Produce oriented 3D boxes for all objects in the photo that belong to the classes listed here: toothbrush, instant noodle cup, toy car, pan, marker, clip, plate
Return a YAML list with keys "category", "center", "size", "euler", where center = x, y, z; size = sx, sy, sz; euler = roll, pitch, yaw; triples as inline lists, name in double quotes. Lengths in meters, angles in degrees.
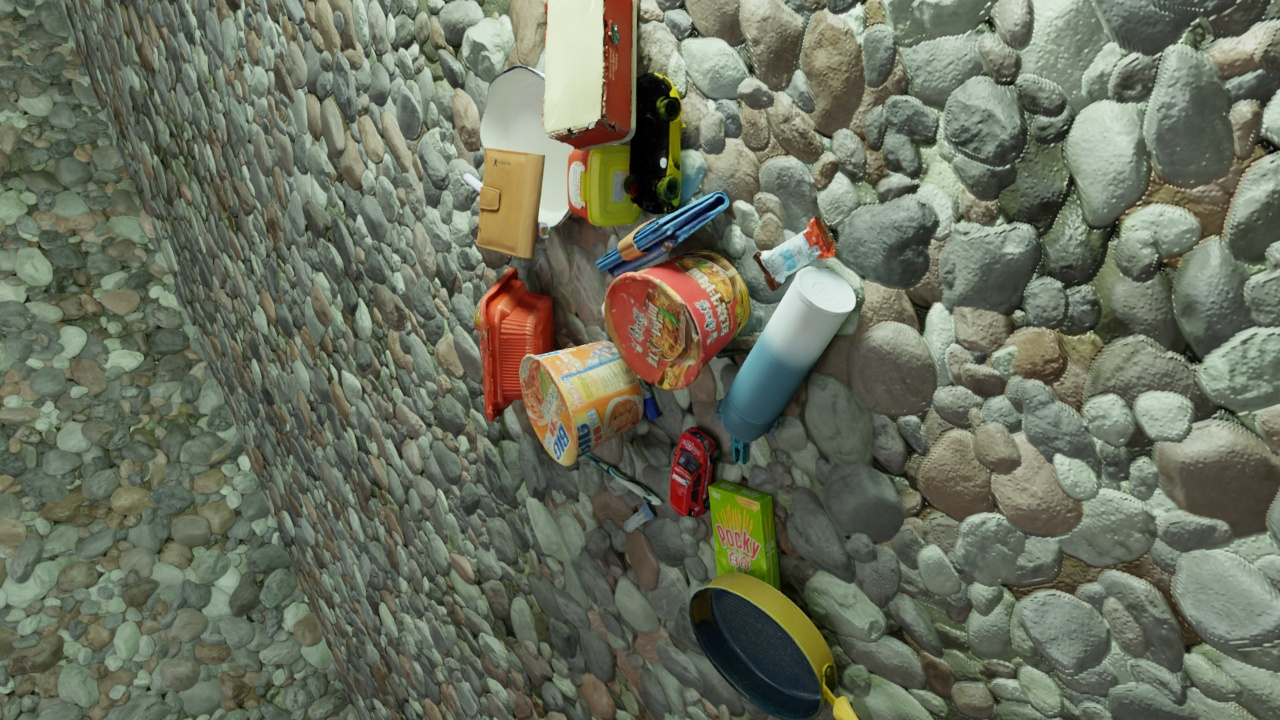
- category: "toothbrush"
  center: [0.078, -0.005, 1.069]
  size: [0.186, 0.017, 0.012]
  euler: [-6, 105, 52]
- category: "toothbrush"
  center: [-0.036, 0.154, 1.284]
  size: [0.192, 0.016, 0.018]
  euler: [29, 116, 41]
- category: "instant noodle cup"
  center: [-0.170, -0.020, 1.269]
  size: [0.079, 0.164, 0.189]
  euler: [5, 117, 7]
- category: "toy car"
  center: [0.064, 0.140, 1.132]
  size: [0.053, 0.045, 0.121]
  euler: [29, 125, 38]
- category: "pan"
  center: [0.188, 0.369, 1.033]
  size: [0.358, 0.078, 0.198]
  euler: [18, 133, 42]
- category: "marker"
  center: [-0.007, 0.007, 1.179]
  size: [0.017, 0.016, 0.146]
  euler: [-22, 89, 53]
- category: "instant noodle cup"
  center: [0.044, -0.052, 1.001]
  size: [0.138, 0.108, 0.138]
  euler: [29, 136, 32]
- category: "instant noodle cup"
  center: [-0.073, 0.047, 1.185]
  size: [0.151, 0.111, 0.152]
  euler: [41, 142, 43]
- category: "clip"
  center: [-0.001, 0.217, 1.266]
  size: [0.057, 0.028, 0.024]
  euler: [-42, 74, 40]
- category: "toy car"
  center: [0.018, -0.238, 1.015]
  size: [0.071, 0.041, 0.156]
  euler: [18, 116, 45]
- category: "plate"
  center: [-0.132, -0.272, 1.180]
  size: [0.205, 0.045, 0.205]
  euler: [24, 123, 43]
- category: "clip"
  center: [0.116, 0.095, 1.072]
  size: [0.041, 0.014, 0.056]
  euler: [20, 120, 45]
- category: "toothbrush"
  center: [-0.182, -0.209, 1.218]
  size: [0.189, 0.021, 0.029]
  euler: [38, 165, 35]

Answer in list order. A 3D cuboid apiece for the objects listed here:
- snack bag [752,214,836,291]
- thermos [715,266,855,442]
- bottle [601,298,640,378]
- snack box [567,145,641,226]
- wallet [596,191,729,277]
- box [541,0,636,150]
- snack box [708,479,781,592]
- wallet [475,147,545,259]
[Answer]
- category: "snack bag"
  center: [0.154, -0.106, 0.923]
  size: [0.106, 0.026, 0.045]
  euler: [-30, 92, 53]
- category: "thermos"
  center: [0.146, 0.002, 0.955]
  size: [0.070, 0.070, 0.221]
  euler: [50, 139, 24]
- category: "bottle"
  center: [-0.004, -0.034, 1.117]
  size: [0.063, 0.063, 0.108]
  euler: [-22, 88, 53]
- category: "snack box"
  center: [-0.046, -0.208, 1.078]
  size: [0.080, 0.081, 0.091]
  euler: [25, 118, 52]
- category: "wallet"
  center: [0.022, -0.137, 1.004]
  size: [0.133, 0.106, 0.040]
  euler: [-24, 99, 53]
- category: "box"
  center: [-0.061, -0.321, 0.990]
  size: [0.091, 0.078, 0.168]
  euler: [-3, 84, 34]
- category: "snack box"
  center: [0.127, 0.228, 1.110]
  size: [0.086, 0.026, 0.156]
  euler: [11, 115, 47]
- category: "wallet"
  center: [-0.167, -0.202, 1.169]
  size: [0.108, 0.031, 0.132]
  euler: [19, 105, 41]
